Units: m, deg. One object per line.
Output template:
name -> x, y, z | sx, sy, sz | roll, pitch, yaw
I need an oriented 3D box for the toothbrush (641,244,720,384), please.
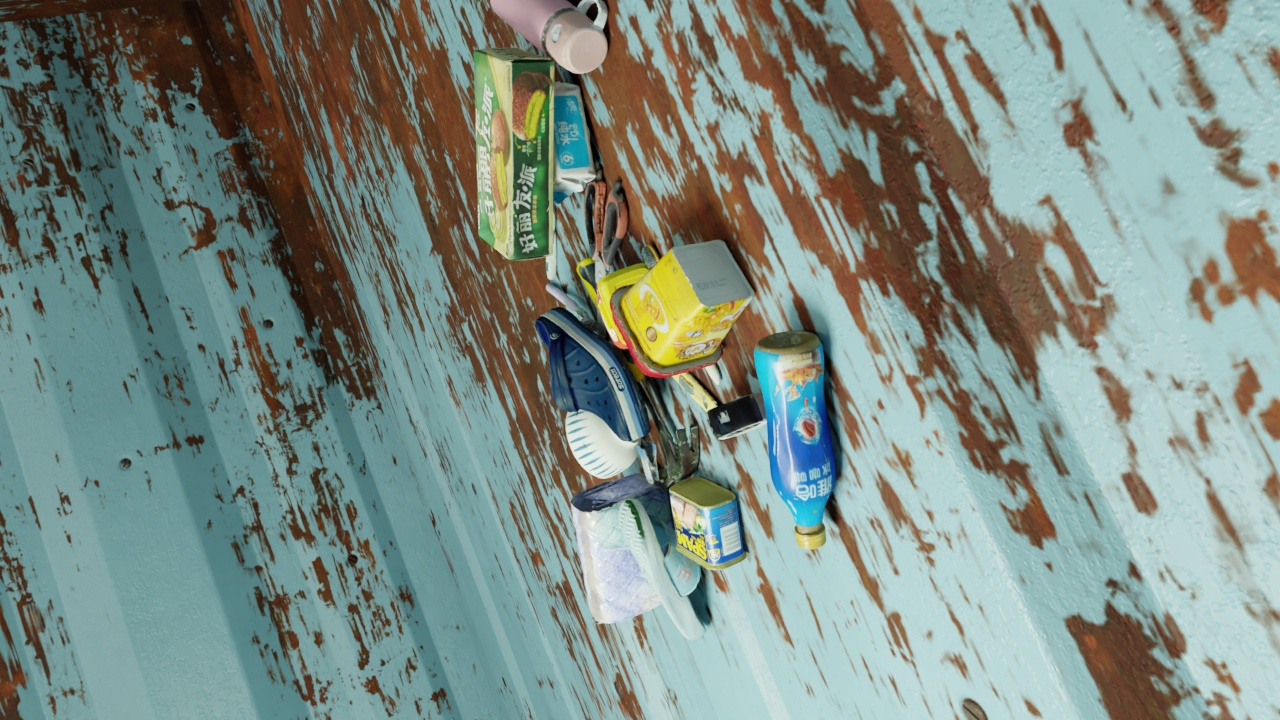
toothbrush -> 0.046, -0.055, 1.071 | 0.191, 0.018, 0.016 | 64, 155, 15

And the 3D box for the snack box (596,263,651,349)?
snack box -> -0.012, -0.061, 1.117 | 0.091, 0.082, 0.080 | 67, 164, 7

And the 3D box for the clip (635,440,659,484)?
clip -> 0.013, 0.134, 1.195 | 0.026, 0.041, 0.058 | 22, 127, 57

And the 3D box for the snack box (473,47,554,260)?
snack box -> -0.154, -0.252, 1.124 | 0.114, 0.063, 0.240 | 40, 133, 52

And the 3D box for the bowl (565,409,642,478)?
bowl -> -0.039, 0.096, 1.246 | 0.066, 0.116, 0.116 | -24, 84, 32

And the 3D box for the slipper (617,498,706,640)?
slipper -> 0.044, 0.280, 1.225 | 0.245, 0.074, 0.104 | 64, 174, -33

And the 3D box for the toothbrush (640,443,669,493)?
toothbrush -> 0.011, 0.139, 1.281 | 0.186, 0.012, 0.017 | 51, 154, 36

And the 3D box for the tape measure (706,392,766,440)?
tape measure -> 0.106, 0.059, 0.976 | 0.066, 0.066, 0.033 | 60, -170, -79

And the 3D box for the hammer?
hammer -> -0.007, 0.007, 1.206 | 0.323, 0.031, 0.126 | 65, 154, 13

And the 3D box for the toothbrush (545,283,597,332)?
toothbrush -> -0.104, -0.080, 1.333 | 0.029, 0.021, 0.189 | 33, -175, -32

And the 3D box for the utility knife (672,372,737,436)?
utility knife -> 0.064, 0.031, 1.105 | 0.198, 0.021, 0.031 | 42, 148, 39

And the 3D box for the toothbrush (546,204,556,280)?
toothbrush -> -0.130, -0.198, 1.331 | 0.018, 0.016, 0.192 | -120, 26, -45

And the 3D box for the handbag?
handbag -> -0.022, 0.263, 1.290 | 0.076, 0.134, 0.194 | 26, 128, 56

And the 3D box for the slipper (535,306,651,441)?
slipper -> -0.080, 0.016, 1.190 | 0.253, 0.095, 0.105 | 46, 164, 43

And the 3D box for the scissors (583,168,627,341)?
scissors -> -0.042, -0.125, 1.165 | 0.198, 0.015, 0.205 | -46, 59, 51

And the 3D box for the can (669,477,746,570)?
can -> 0.081, 0.199, 1.132 | 0.102, 0.057, 0.083 | 17, 120, 60

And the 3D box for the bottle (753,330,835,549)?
bottle -> 0.154, 0.082, 0.895 | 0.065, 0.065, 0.219 | 23, 127, 58

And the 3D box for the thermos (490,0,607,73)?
thermos -> -0.105, -0.411, 1.088 | 0.198, 0.067, 0.087 | 48, 117, 41

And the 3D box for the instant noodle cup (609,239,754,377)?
instant noodle cup -> 0.047, -0.059, 0.973 | 0.116, 0.116, 0.124 | 63, 142, 18

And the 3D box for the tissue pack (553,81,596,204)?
tissue pack -> -0.104, -0.275, 1.160 | 0.090, 0.063, 0.140 | -7, 94, 63
